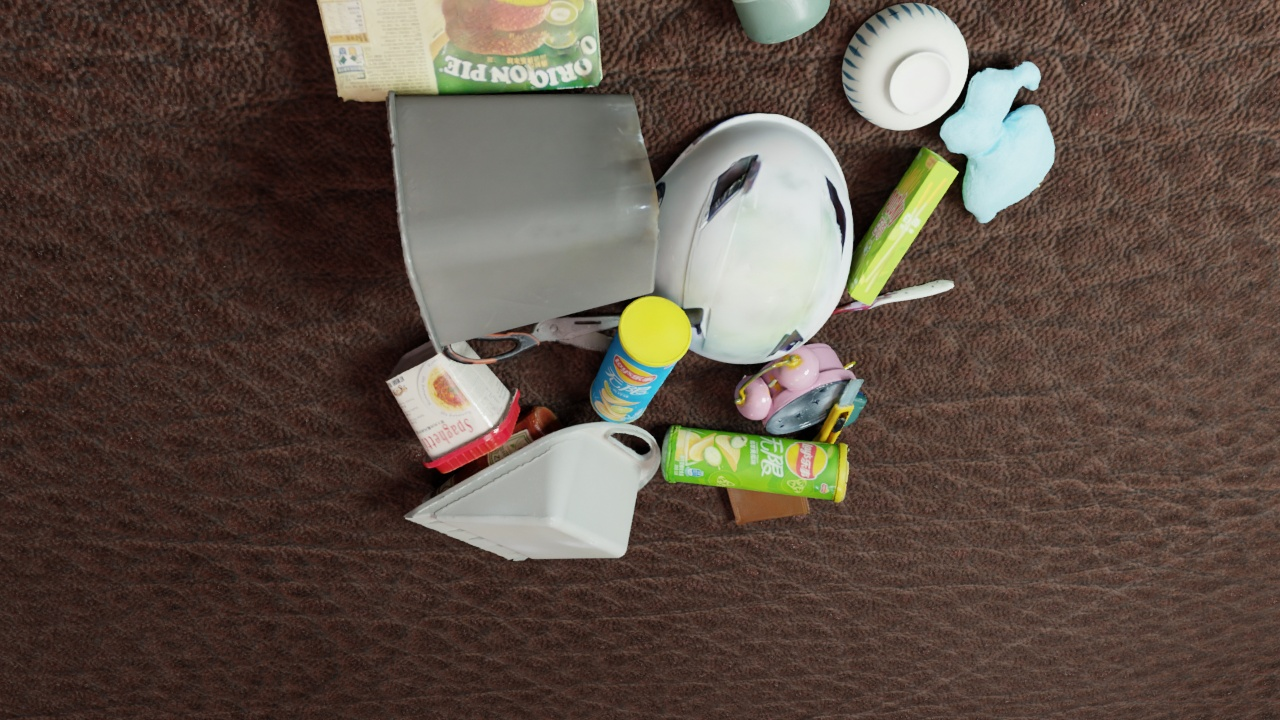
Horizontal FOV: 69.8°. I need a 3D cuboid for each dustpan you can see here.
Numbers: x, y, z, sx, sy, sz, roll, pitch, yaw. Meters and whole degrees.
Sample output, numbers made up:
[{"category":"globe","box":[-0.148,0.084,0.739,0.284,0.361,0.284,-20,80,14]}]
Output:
[{"category":"dustpan","box":[-0.109,0.158,1.133,0.258,0.142,0.222,-4,154,31]}]

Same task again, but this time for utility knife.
[{"category":"utility knife","box":[0.229,0.072,1.080,0.033,0.015,0.218,-18,154,-11]}]

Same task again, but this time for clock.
[{"category":"clock","box":[0.173,0.030,1.039,0.158,0.059,0.117,6,143,-48]}]

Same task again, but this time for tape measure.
[{"category":"tape measure","box":[0.242,0.058,1.122,0.058,0.025,0.055,13,122,-12]}]

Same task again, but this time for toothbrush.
[{"category":"toothbrush","box":[0.263,-0.062,1.044,0.188,0.016,0.017,-14,133,6]}]

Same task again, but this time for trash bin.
[{"category":"trash bin","box":[-0.106,-0.139,0.849,0.219,0.198,0.199,-10,155,-7]}]

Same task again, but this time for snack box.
[{"category":"snack box","box":[0.261,-0.138,0.937,0.026,0.085,0.157,27,113,-6]},{"category":"snack box","box":[-0.157,-0.302,0.818,0.240,0.063,0.115,-5,126,-1]}]

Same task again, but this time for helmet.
[{"category":"helmet","box":[0.112,-0.101,0.927,0.229,0.145,0.259,13,123,-13]}]

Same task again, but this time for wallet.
[{"category":"wallet","box":[0.160,0.160,1.186,0.101,0.032,0.125,-13,124,9]}]

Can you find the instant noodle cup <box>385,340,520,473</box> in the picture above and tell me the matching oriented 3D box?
[{"category":"instant noodle cup","box":[-0.213,0.041,1.034,0.116,0.116,0.124,-26,110,14]}]

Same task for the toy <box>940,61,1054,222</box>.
[{"category":"toy","box":[0.364,-0.215,0.921,0.156,0.049,0.162,11,123,-23]}]

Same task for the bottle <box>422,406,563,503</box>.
[{"category":"bottle","box":[-0.184,0.130,1.120,0.206,0.059,0.060,-35,120,19]}]

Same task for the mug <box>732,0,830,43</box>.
[{"category":"mug","box":[0.124,-0.348,0.801,0.111,0.082,0.106,-40,124,-15]}]

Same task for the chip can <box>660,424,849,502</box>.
[{"category":"chip can","box":[0.136,0.123,1.107,0.221,0.072,0.073,6,125,8]}]

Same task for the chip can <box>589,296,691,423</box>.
[{"category":"chip can","box":[-0.006,0.006,0.967,0.071,0.071,0.211,7,159,-9]}]

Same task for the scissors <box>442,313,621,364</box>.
[{"category":"scissors","box":[-0.117,-0.045,1.004,0.197,0.015,0.213,-43,98,-19]}]

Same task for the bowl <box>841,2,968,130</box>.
[{"category":"bowl","box":[0.255,-0.270,0.866,0.116,0.066,0.117,-2,125,-3]}]
